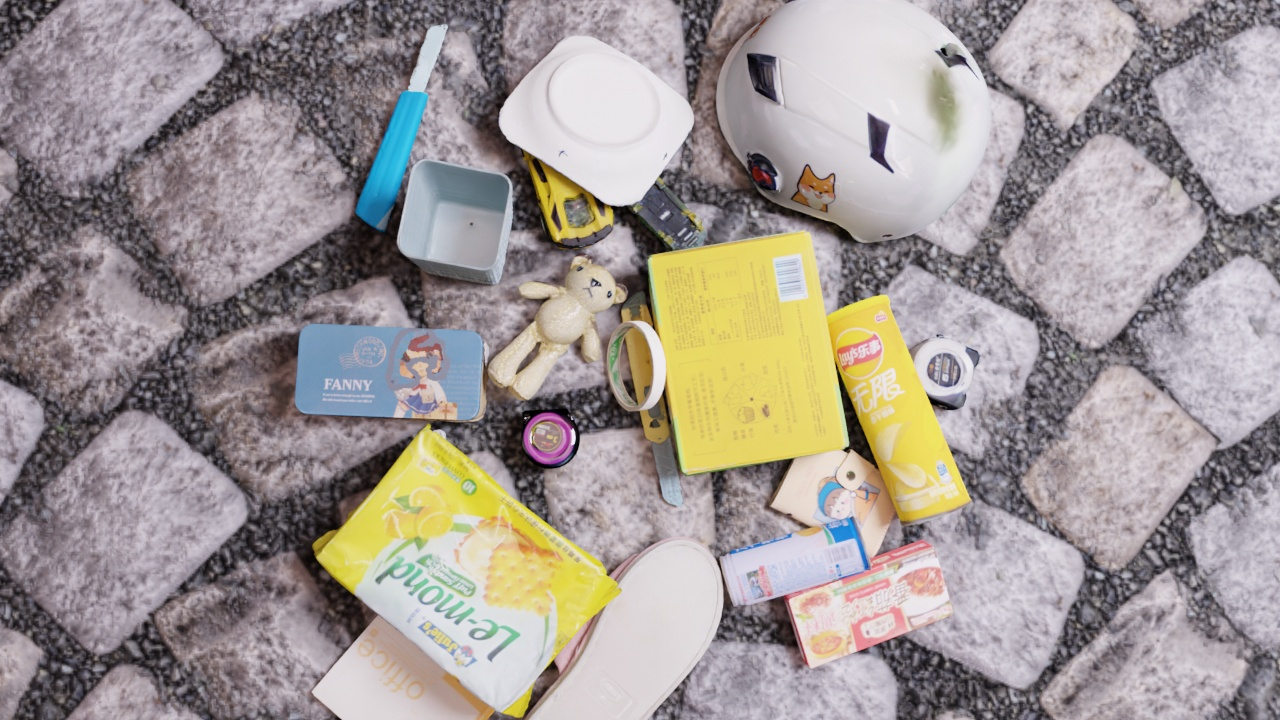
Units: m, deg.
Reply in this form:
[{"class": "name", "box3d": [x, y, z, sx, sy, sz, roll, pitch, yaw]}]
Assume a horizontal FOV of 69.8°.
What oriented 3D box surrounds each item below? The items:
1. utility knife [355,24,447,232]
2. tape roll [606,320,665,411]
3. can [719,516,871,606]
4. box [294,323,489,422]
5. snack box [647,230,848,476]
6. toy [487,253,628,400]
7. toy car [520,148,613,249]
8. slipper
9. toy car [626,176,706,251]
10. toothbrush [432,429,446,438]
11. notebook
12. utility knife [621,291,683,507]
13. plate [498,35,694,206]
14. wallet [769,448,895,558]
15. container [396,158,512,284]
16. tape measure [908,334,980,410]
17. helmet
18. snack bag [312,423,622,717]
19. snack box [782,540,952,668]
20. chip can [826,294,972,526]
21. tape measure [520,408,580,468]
[{"class": "utility knife", "box3d": [-0.232, -0.234, 0.906, 0.034, 0.018, 0.218, 18, 85, -1]}, {"class": "tape roll", "box3d": [-0.005, 0.005, 0.870, 0.013, 0.086, 0.085, -5, 85, -32]}, {"class": "can", "box3d": [0.146, 0.191, 0.869, 0.134, 0.053, 0.053, -17, 86, 5]}, {"class": "box", "box3d": [-0.236, 0.013, 0.864, 0.184, 0.062, 0.089, 0, 84, -6]}, {"class": "snack box", "box3d": [0.098, -0.005, 0.873, 0.158, 0.070, 0.210, -9, 84, 2]}, {"class": "toy", "box3d": [-0.081, -0.031, 0.875, 0.105, 0.066, 0.157, 41, 77, -5]}, {"class": "toy car", "box3d": [-0.076, -0.183, 0.903, 0.071, 0.041, 0.156, -17, 84, -7]}, {"class": "slipper", "box3d": [-0.021, 0.285, 0.858, 0.114, 0.054, 0.274, 36, 81, 0]}, {"class": "toy car", "box3d": [0.023, -0.142, 0.908, 0.043, 0.036, 0.091, -43, 89, -6]}, {"class": "toothbrush", "box3d": [-0.224, 0.151, 0.874, 0.016, 0.016, 0.180, 20, 84, 9]}, {"class": "notebook", "box3d": [-0.187, 0.279, 0.868, 0.146, 0.010, 0.206, 41, 83, 0]}, {"class": "utility knife", "box3d": [0.012, 0.039, 0.905, 0.031, 0.022, 0.216, -11, 90, 1]}, {"class": "plate", "box3d": [-0.037, -0.244, 0.891, 0.164, 0.034, 0.163, 33, 64, 0]}, {"class": "wallet", "box3d": [0.196, 0.131, 0.904, 0.115, 0.024, 0.087, 28, 88, -1]}, {"class": "container", "box3d": [-0.167, -0.122, 0.855, 0.090, 0.111, 0.090, 10, 83, -3]}, {"class": "tape measure", "box3d": [0.297, 0.010, 0.915, 0.066, 0.033, 0.065, 24, 82, -4]}, {"class": "helmet", "box3d": [0.212, -0.249, 0.871, 0.274, 0.157, 0.230, 38, 83, 0]}, {"class": "snack bag", "box3d": [-0.155, 0.185, 0.831, 0.246, 0.068, 0.158, 39, 86, 3]}, {"class": "snack box", "box3d": [0.220, 0.235, 0.886, 0.153, 0.025, 0.075, -18, 98, -5]}, {"class": "chip can", "box3d": [0.242, 0.047, 0.880, 0.072, 0.072, 0.213, -19, 82, -6]}, {"class": "tape measure", "box3d": [-0.086, 0.075, 0.880, 0.057, 0.039, 0.058, -5, 80, -4]}]
